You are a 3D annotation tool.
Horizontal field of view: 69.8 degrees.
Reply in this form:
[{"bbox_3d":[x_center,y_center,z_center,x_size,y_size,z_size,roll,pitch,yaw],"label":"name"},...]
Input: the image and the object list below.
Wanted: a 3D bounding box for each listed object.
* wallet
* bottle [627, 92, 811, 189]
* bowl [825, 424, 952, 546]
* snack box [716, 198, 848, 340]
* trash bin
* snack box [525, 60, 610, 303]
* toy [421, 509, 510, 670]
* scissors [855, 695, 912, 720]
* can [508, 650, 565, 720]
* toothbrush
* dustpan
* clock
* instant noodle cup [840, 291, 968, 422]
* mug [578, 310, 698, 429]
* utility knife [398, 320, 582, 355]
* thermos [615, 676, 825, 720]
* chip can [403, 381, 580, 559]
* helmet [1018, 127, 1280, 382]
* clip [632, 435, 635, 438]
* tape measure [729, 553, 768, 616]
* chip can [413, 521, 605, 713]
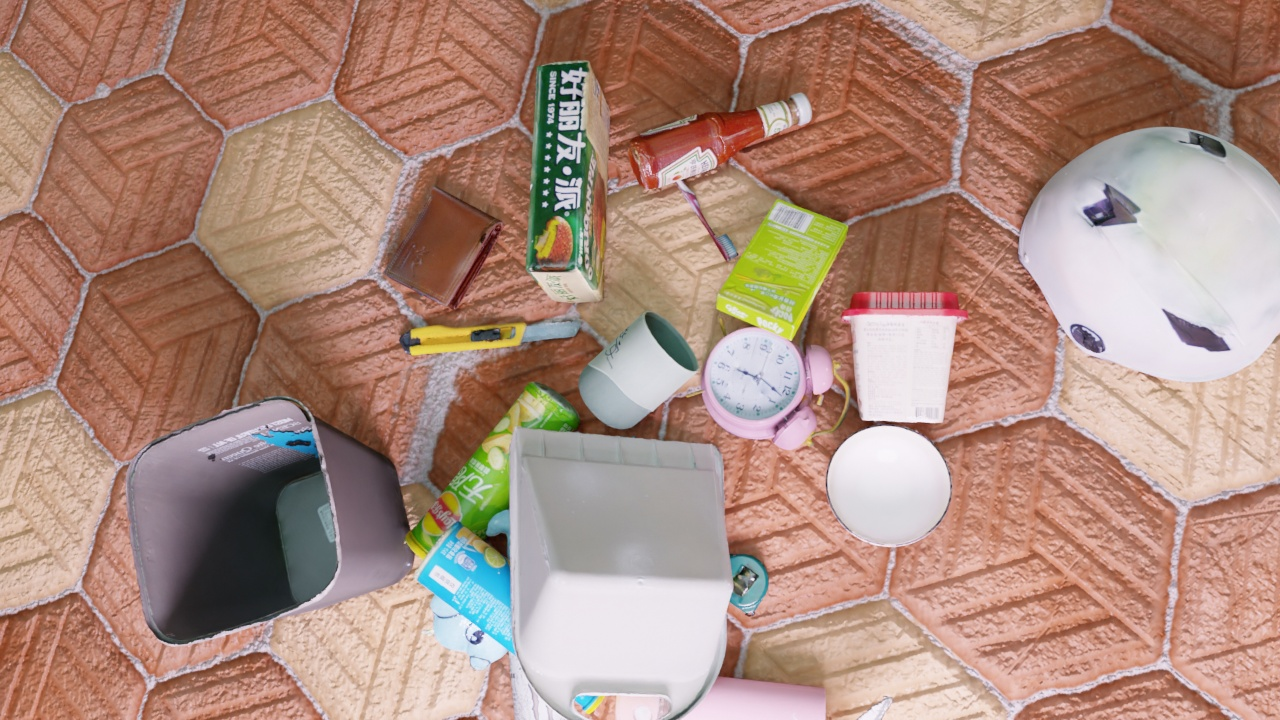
[{"bbox_3d":[-0.230,-0.131,1.067,0.101,0.032,0.124,26,82,18],"label":"wallet"},{"bbox_3d":[0.089,-0.247,1.012,0.206,0.060,0.059,-20,74,-5],"label":"bottle"},{"bbox_3d":[0.240,0.124,0.898,0.116,0.066,0.116,-3,76,11],"label":"bowl"},{"bbox_3d":[0.149,-0.098,0.957,0.086,0.026,0.156,23,58,14],"label":"snack box"},{"bbox_3d":[-0.351,0.163,0.922,0.199,0.220,0.198,-19,75,6],"label":"trash bin"},{"bbox_3d":[-0.076,-0.193,1.007,0.063,0.114,0.239,0,78,10],"label":"snack box"},{"bbox_3d":[-0.151,0.237,0.943,0.156,0.050,0.161,-12,100,-14],"label":"toy"},{"bbox_3d":[0.169,0.392,0.832,0.198,0.015,0.213,-6,100,17],"label":"scissors"},{"bbox_3d":[-0.097,0.350,0.913,0.058,0.058,0.146,-9,75,8],"label":"can"},{"bbox_3d":[0.057,-0.189,1.033,0.017,0.016,0.187,-28,73,-5],"label":"toothbrush"},{"bbox_3d":[-0.021,0.205,0.874,0.222,0.257,0.143,6,121,-14],"label":"dustpan"},{"bbox_3d":[0.136,0.027,0.944,0.158,0.060,0.117,21,82,13],"label":"clock"},{"bbox_3d":[0.257,-0.002,0.906,0.117,0.116,0.124,2,88,11],"label":"instant noodle cup"},{"bbox_3d":[-0.006,0.006,0.963,0.082,0.111,0.106,38,113,-24],"label":"mug"},{"bbox_3d":[-0.172,-0.030,1.039,0.218,0.015,0.033,-5,79,9],"label":"utility knife"},{"bbox_3d":[0.077,0.327,0.880,0.199,0.067,0.087,4,89,12],"label":"thermos"},{"bbox_3d":[-0.153,0.123,0.970,0.072,0.072,0.221,37,86,16],"label":"chip can"},{"bbox_3d":[0.505,-0.111,0.861,0.229,0.146,0.258,-35,73,1],"label":"helmet"},{"bbox_3d":[-0.015,0.109,0.978,0.034,0.013,0.055,40,87,17],"label":"clip"},{"bbox_3d":[0.101,0.221,0.923,0.058,0.025,0.054,33,86,15],"label":"tape measure"},{"bbox_3d":[-0.112,0.243,0.875,0.210,0.071,0.071,36,85,4],"label":"chip can"}]
